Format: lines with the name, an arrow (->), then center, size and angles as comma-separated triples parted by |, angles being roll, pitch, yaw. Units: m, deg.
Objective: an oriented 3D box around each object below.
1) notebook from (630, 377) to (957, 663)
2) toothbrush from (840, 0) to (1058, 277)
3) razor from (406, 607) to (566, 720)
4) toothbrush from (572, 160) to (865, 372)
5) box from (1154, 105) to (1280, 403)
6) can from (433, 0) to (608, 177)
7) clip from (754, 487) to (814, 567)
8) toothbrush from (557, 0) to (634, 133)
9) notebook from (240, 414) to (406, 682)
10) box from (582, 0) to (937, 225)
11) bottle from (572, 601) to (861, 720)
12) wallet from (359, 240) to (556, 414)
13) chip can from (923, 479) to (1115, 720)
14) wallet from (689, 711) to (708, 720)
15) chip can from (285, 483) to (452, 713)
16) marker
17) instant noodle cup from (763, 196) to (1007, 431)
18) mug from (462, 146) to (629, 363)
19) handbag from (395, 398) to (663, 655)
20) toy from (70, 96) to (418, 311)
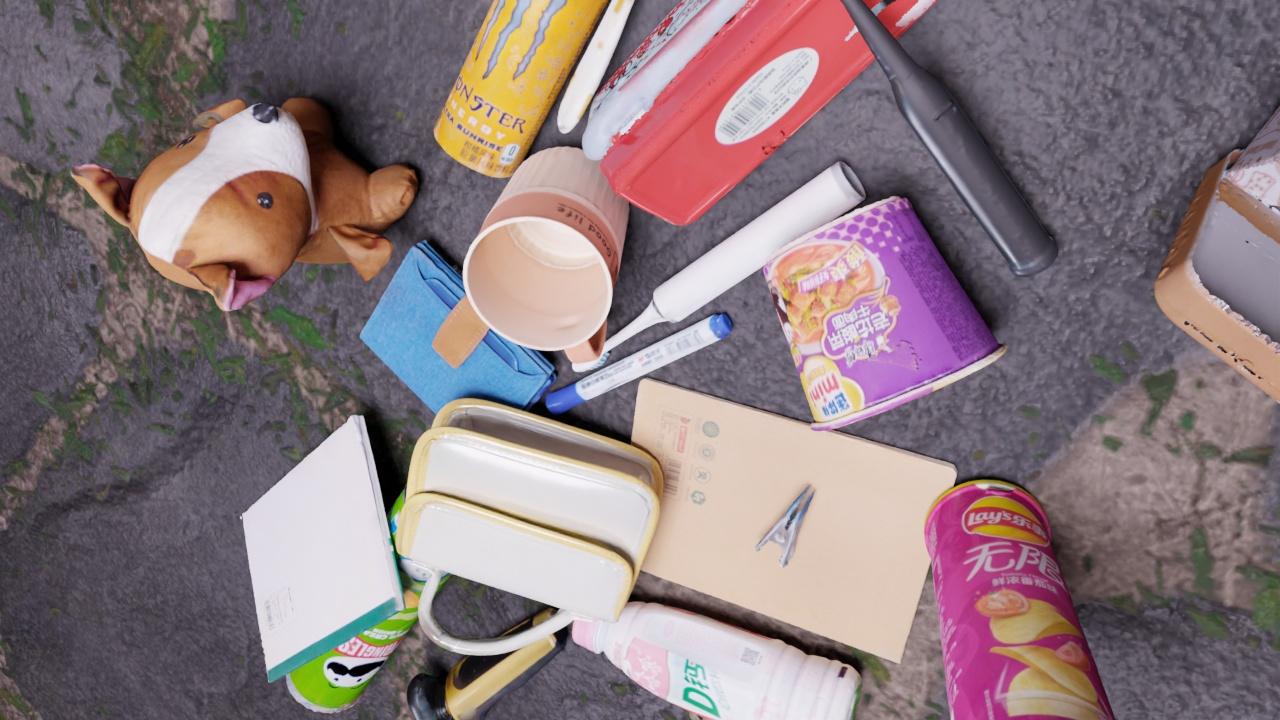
notebook -> 0.085, 0.105, 0.607 | 0.208, 0.008, 0.148 | 15, 113, 18
toothbrush -> 0.142, -0.123, 0.449 | 0.026, 0.027, 0.212 | -43, 112, 4
razor -> -0.121, 0.245, 0.721 | 0.067, 0.062, 0.168 | 37, 117, -26
toothbrush -> 0.038, -0.048, 0.565 | 0.222, 0.026, 0.026 | -33, 67, 29
box -> 0.324, -0.030, 0.378 | 0.182, 0.150, 0.168 | 36, 101, 9
can -> -0.069, -0.183, 0.547 | 0.058, 0.058, 0.146 | 38, 118, 7
clip -> 0.095, 0.108, 0.585 | 0.028, 0.024, 0.057 | 31, 121, 15
toothbrush -> -0.001, -0.214, 0.516 | 0.016, 0.018, 0.192 | 36, 110, 17
notebook -> -0.257, 0.153, 0.719 | 0.210, 0.012, 0.150 | -34, 65, 36
box -> 0.051, -0.179, 0.498 | 0.202, 0.095, 0.099 | -40, 53, 28
bottle -> 0.047, 0.209, 0.629 | 0.197, 0.068, 0.068 | 16, 113, 22
wallet -> -0.131, -0.006, 0.649 | 0.133, 0.040, 0.107 | 44, 123, 4
chip can -> 0.185, 0.139, 0.456 | 0.071, 0.210, 0.071 | 5, 111, 12
wallet -> 0.082, 0.313, 0.665 | 0.119, 0.035, 0.131 | 14, 111, 19
chip can -> -0.204, 0.186, 0.727 | 0.072, 0.072, 0.237 | 41, 118, 6
marker -> -0.004, 0.004, 0.606 | 0.146, 0.016, 0.017 | -26, 96, 28
instant noodle cup -> 0.122, -0.027, 0.494 | 0.112, 0.111, 0.099 | -27, 88, 29
mug -> -0.045, -0.057, 0.547 | 0.082, 0.105, 0.115 | -13, 123, 16
handbag -> -0.082, 0.130, 0.613 | 0.163, 0.063, 0.179 | 17, 106, 0
toy -> -0.228, -0.101, 0.566 | 0.140, 0.199, 0.131 | 34, 121, 8
